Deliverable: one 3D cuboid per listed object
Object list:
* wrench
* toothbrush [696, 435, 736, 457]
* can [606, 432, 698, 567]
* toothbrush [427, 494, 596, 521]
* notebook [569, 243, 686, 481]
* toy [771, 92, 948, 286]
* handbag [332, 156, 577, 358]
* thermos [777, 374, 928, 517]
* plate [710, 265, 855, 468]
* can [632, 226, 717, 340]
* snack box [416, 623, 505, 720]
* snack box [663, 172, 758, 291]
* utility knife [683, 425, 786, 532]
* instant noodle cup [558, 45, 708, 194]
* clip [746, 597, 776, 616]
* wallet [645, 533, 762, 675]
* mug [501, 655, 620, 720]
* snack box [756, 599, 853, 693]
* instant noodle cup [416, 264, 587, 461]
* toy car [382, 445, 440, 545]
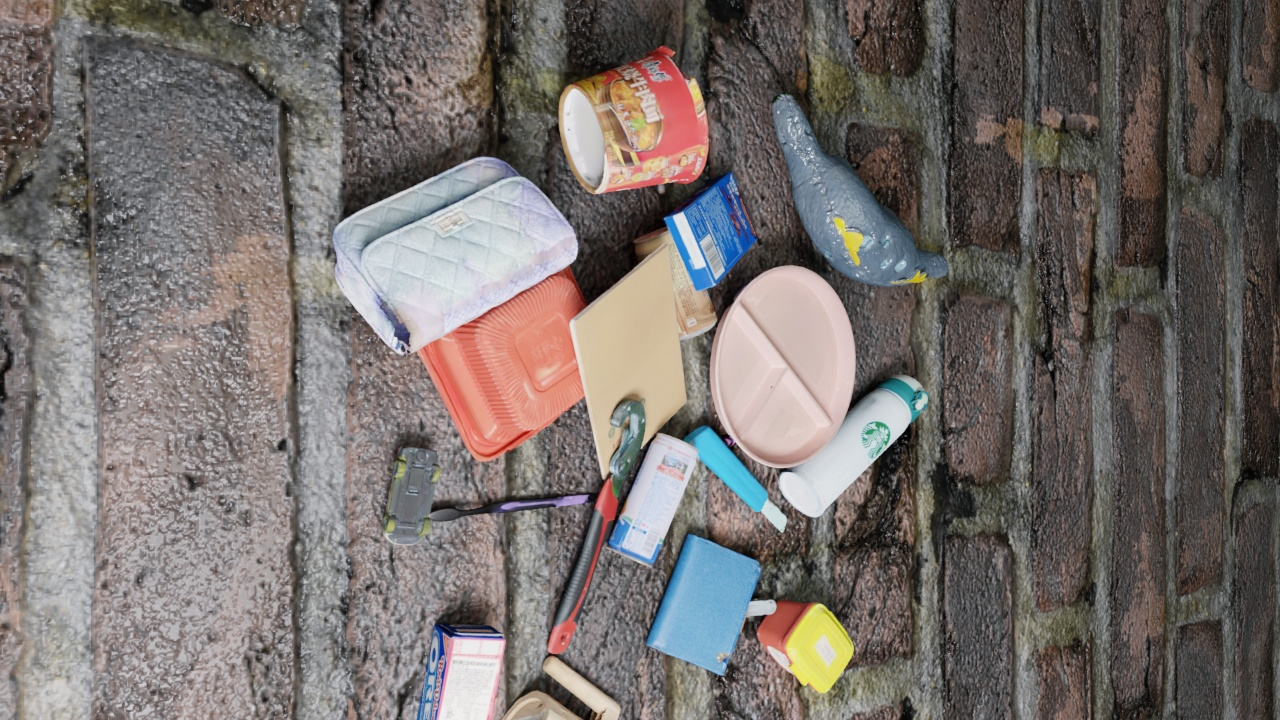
[{"bbox_3d":[-0.044,0.171,0.937,0.056,0.016,0.273,12,96,-56],"label":"wrench"},{"bbox_3d":[0.095,0.096,1.052,0.188,0.018,0.014,-16,101,-29],"label":"toothbrush"},{"bbox_3d":[0.014,0.147,0.975,0.053,0.053,0.134,30,78,-29],"label":"can"},{"bbox_3d":[-0.126,0.145,0.919,0.188,0.017,0.014,0,102,-35],"label":"toothbrush"},{"bbox_3d":[-0.005,0.005,0.926,0.147,0.008,0.208,-43,139,-35],"label":"notebook"},{"bbox_3d":[0.261,-0.172,1.112,0.356,0.092,0.137,39,58,-28],"label":"toy"},{"bbox_3d":[-0.169,-0.099,0.822,0.193,0.076,0.134,-35,74,-28],"label":"handbag"},{"bbox_3d":[0.268,0.098,1.126,0.223,0.073,0.073,-37,109,-26],"label":"thermos"},{"bbox_3d":[0.163,0.007,1.046,0.229,0.028,0.229,-3,94,-37],"label":"plate"},{"bbox_3d":[0.038,-0.084,0.990,0.058,0.059,0.116,-29,105,-29],"label":"can"},{"bbox_3d":[-0.177,0.354,0.860,0.058,0.057,0.207,13,84,-29],"label":"snack box"},{"bbox_3d":[0.080,-0.143,0.995,0.084,0.026,0.156,65,33,-15],"label":"snack box"},{"bbox_3d":[0.117,0.141,1.059,0.034,0.018,0.199,-50,121,-11],"label":"utility knife"},{"bbox_3d":[-0.012,-0.231,0.922,0.108,0.138,0.138,-20,101,-22],"label":"instant noodle cup"},{"bbox_3d":[0.130,0.289,1.075,0.057,0.031,0.025,1,87,-24],"label":"clip"},{"bbox_3d":[0.074,0.272,1.026,0.106,0.040,0.133,26,77,-18],"label":"wallet"},{"bbox_3d":[-0.076,0.374,0.917,0.103,0.084,0.124,45,44,-22],"label":"mug"},{"bbox_3d":[0.189,0.330,1.073,0.081,0.080,0.091,-47,113,-24],"label":"snack box"},{"bbox_3d":[-0.107,-0.009,0.889,0.188,0.079,0.164,-37,113,-32],"label":"instant noodle cup"},{"bbox_3d":[-0.213,0.125,0.848,0.042,0.035,0.090,11,85,-30],"label":"toy car"}]
